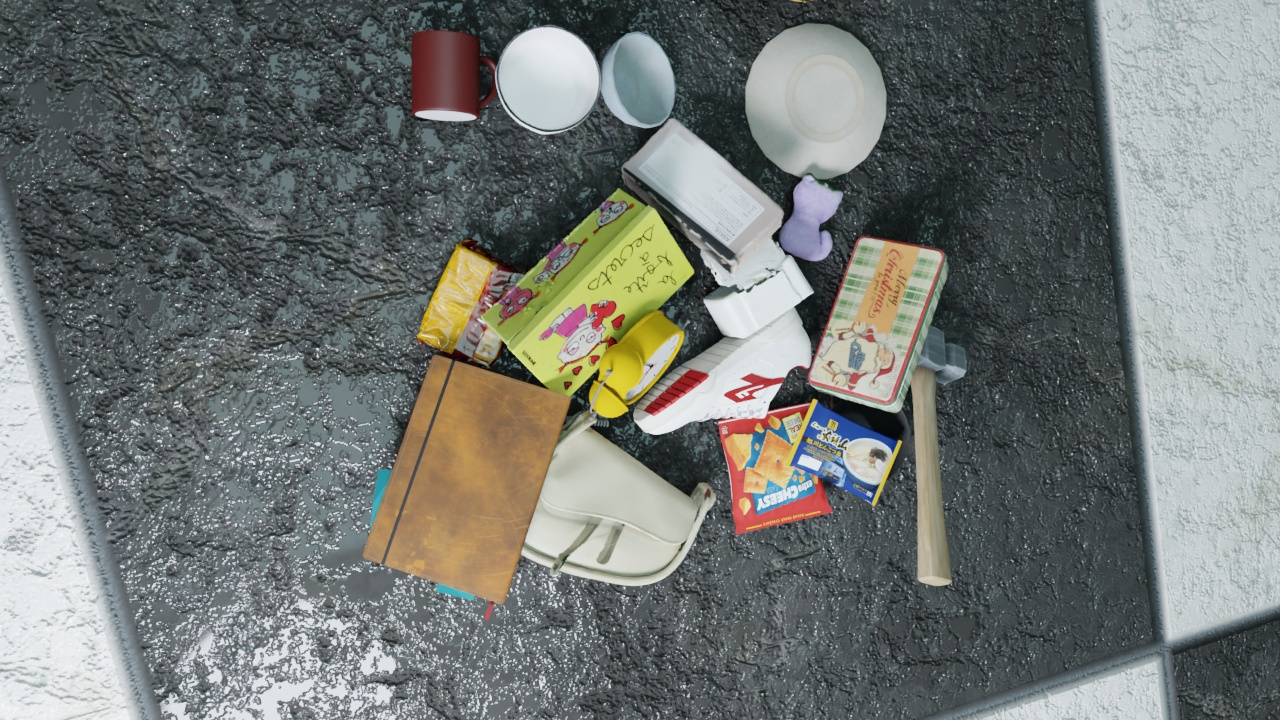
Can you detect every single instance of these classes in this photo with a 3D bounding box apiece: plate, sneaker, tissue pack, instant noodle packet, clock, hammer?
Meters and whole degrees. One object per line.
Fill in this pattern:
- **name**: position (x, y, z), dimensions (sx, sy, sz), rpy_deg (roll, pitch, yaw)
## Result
- **plate**: position (0.222, -0.319, 1.129), dimensions (0.188, 0.027, 0.189), rpy_deg (-1, 96, -13)
- **sneaker**: position (0.111, 0.037, 1.116), dimensions (0.236, 0.090, 0.104), rpy_deg (-35, 106, -13)
- **tissue pack**: position (0.076, -0.190, 1.067), dimensions (0.181, 0.071, 0.103), rpy_deg (41, 81, 19)
- **instant noodle packet**: position (0.250, 0.114, 1.127), dimensions (0.134, 0.026, 0.087), rpy_deg (25, 87, -15)
- **clock**: position (-0.006, 0.006, 1.055), dimensions (0.052, 0.114, 0.151), rpy_deg (39, 52, 14)
- **hammer**: position (0.348, 0.108, 1.114), dimensions (0.117, 0.051, 0.322), rpy_deg (18, 61, -25)
- **instant noodle packet**: position (-0.188, -0.064, 1.053), dimensions (0.098, 0.040, 0.135), rpy_deg (24, 92, -16)

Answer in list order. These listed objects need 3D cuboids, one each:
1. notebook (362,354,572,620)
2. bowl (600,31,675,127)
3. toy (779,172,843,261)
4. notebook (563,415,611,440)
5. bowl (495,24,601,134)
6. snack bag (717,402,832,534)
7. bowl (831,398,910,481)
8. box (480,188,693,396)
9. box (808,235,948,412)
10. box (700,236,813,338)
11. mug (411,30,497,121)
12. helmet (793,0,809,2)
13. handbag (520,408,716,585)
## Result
- **notebook**: position (-0.198, 0.132, 1.000), dimensions (0.178, 0.014, 0.249), rpy_deg (17, 82, 5)
- **bowl**: position (-0.009, -0.318, 1.054), dimensions (0.106, 0.039, 0.106), rpy_deg (0, 90, -46)
- **toy**: position (0.215, -0.174, 1.140), dimensions (0.080, 0.036, 0.100), rpy_deg (20, 96, -25)
- **notebook**: position (-0.146, 0.134, 1.096), dimensions (0.206, 0.016, 0.149), rpy_deg (7, 95, -14)
- **bowl**: position (-0.107, -0.310, 1.031), dimensions (0.116, 0.066, 0.116), rpy_deg (-1, 96, -13)
- **snack bag**: position (0.169, 0.135, 1.158), dimensions (0.130, 0.039, 0.144), rpy_deg (-10, 93, -12)
- **bowl**: position (0.275, 0.097, 1.173), dimensions (0.124, 0.052, 0.124), rpy_deg (-1, 96, -13)
- **box**: position (-0.056, -0.074, 1.036), dimensions (0.221, 0.082, 0.124), rpy_deg (-42, 139, -6)
- **box**: position (0.290, -0.046, 1.119), dimensions (0.118, 0.050, 0.205), rpy_deg (19, 80, 29)
- **box**: position (0.120, -0.107, 1.090), dimensions (0.110, 0.103, 0.130), rpy_deg (-36, 100, -7)
- **mug**: position (-0.201, -0.310, 1.013), dimensions (0.105, 0.073, 0.082), rpy_deg (-4, 98, -43)
- **helmet**: position (0.214, -0.501, 0.979), dimensions (0.232, 0.255, 0.250), rpy_deg (10, 95, -11)
- **handbag**: position (-0.037, 0.175, 1.059), dimensions (0.229, 0.132, 0.184), rpy_deg (35, 83, -17)
